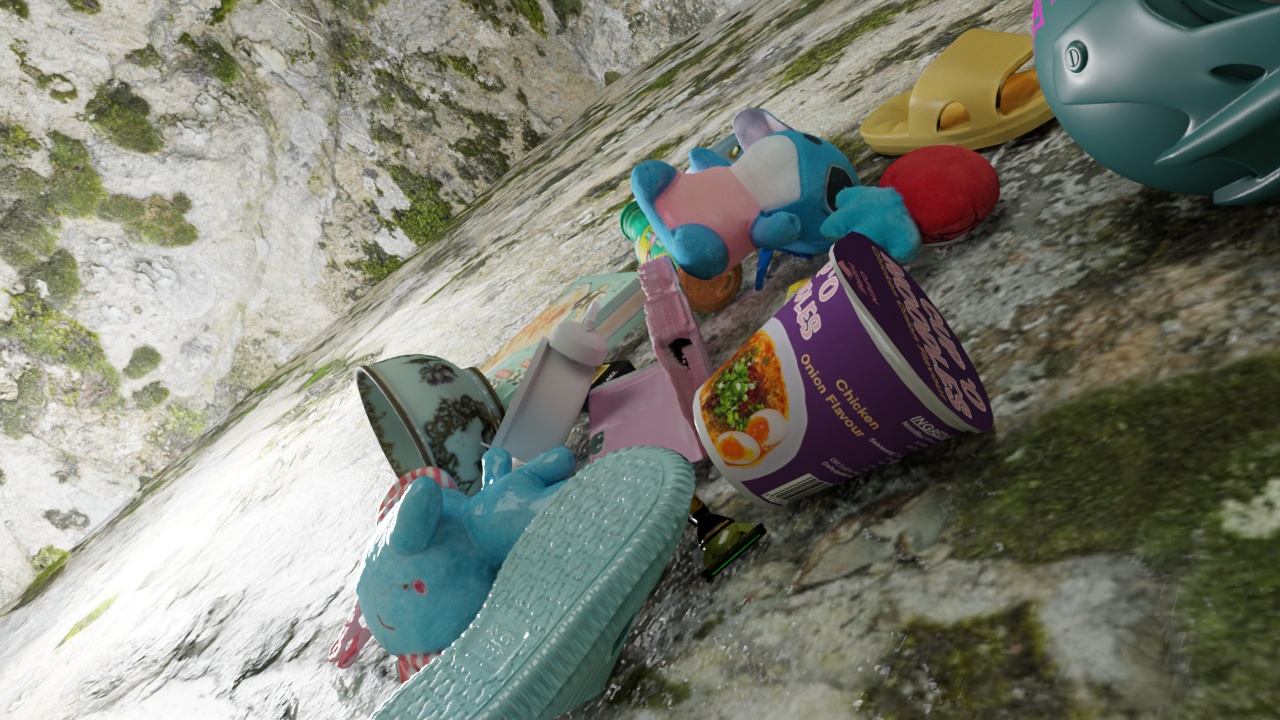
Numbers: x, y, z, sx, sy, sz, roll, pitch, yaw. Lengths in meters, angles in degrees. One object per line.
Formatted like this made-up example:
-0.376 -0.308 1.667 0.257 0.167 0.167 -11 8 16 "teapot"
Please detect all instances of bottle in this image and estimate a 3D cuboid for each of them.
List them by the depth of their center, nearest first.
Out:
0.029 -0.112 0.904 0.068 0.068 0.209 -37 30 -1 "bottle"

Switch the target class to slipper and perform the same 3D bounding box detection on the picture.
-0.054 0.154 0.496 0.275 0.069 0.116 -47 24 -27 "slipper"
0.277 -0.236 0.801 0.099 0.078 0.264 -43 20 -12 "slipper"

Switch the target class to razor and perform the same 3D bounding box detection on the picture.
0.032 0.092 0.564 0.044 0.021 0.144 -39 17 -6 "razor"

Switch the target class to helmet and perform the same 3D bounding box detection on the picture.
0.309 -0.177 0.434 0.176 0.200 0.275 5 -1 -11 "helmet"

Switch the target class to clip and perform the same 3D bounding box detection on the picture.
-0.223 0.208 0.716 0.059 0.045 0.023 -34 11 -37 "clip"

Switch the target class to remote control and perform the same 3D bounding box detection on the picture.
-0.060 0.026 0.876 0.058 0.013 0.134 -48 22 -28 "remote control"

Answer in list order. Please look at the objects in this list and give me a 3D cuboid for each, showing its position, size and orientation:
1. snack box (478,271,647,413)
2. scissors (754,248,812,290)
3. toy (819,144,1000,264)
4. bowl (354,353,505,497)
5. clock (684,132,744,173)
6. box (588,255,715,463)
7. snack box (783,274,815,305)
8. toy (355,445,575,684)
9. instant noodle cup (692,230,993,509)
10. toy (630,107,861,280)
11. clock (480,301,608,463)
-0.083 -0.014 0.918 0.193 0.044 0.142 -43 21 -20 "snack box"
0.123 -0.116 0.850 0.123 0.016 0.125 -49 39 -4 "scissors"
0.196 -0.110 0.661 0.133 0.062 0.092 -29 33 -6 "toy"
-0.176 0.058 0.822 0.093 0.160 0.160 -28 14 -25 "bowl"
0.091 -0.194 1.012 0.117 0.060 0.163 -33 -4 -44 "clock"
-0.006 0.006 0.684 0.115 0.106 0.232 -20 19 4 "box"
0.130 -0.020 0.638 0.075 0.025 0.151 -24 23 32 "snack box"
-0.120 0.120 0.615 0.181 0.115 0.183 -38 43 12 "toy"
0.095 0.013 0.491 0.122 0.136 0.121 -38 44 28 "instant noodle cup"
0.102 -0.125 0.763 0.191 0.099 0.224 -17 48 -15 "toy"
-0.075 0.019 0.765 0.159 0.061 0.120 -67 7 -17 "clock"
